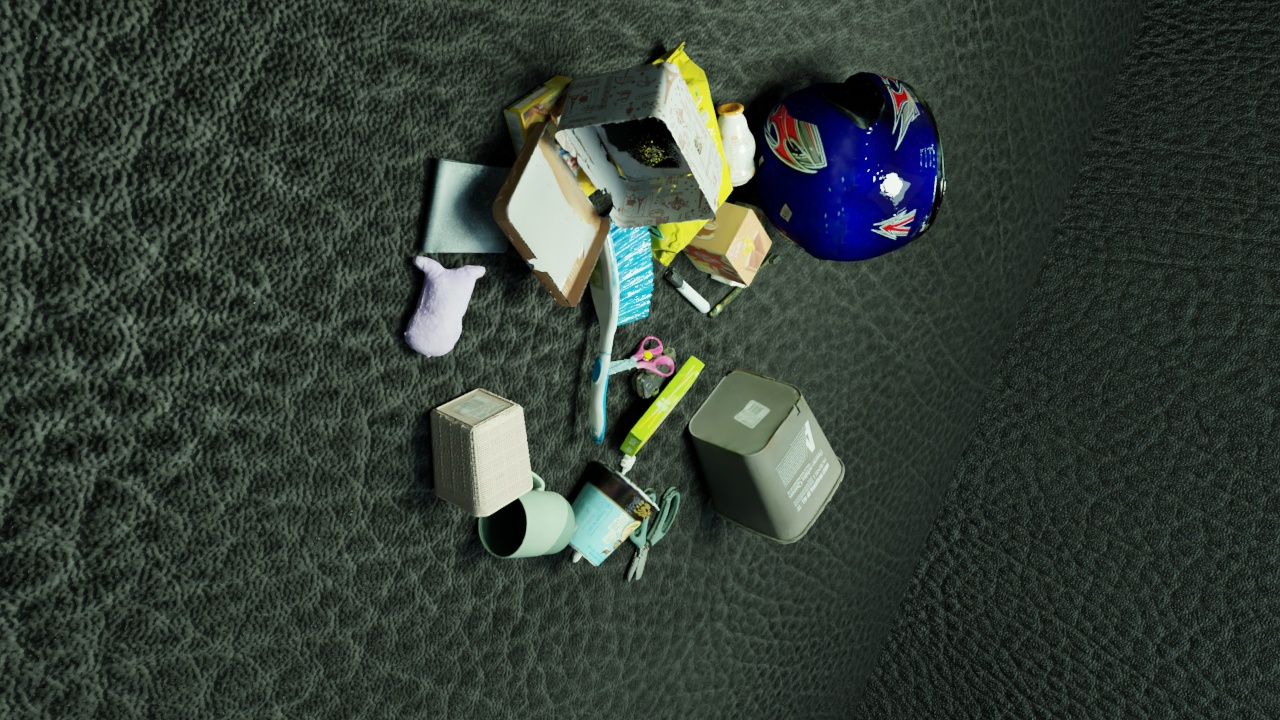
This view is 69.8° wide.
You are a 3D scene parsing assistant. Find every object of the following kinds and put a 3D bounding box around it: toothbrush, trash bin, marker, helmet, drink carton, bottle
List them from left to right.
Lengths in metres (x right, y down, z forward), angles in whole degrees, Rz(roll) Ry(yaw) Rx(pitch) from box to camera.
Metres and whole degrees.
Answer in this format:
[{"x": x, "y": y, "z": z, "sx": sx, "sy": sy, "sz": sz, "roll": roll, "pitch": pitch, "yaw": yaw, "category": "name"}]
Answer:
[{"x": -0.056, "y": 0.216, "z": 1.356, "sx": 0.016, "sy": 0.016, "sz": 0.180, "roll": 41, "pitch": 74, "yaw": -47, "category": "toothbrush"}, {"x": 0.071, "y": -0.102, "z": 1.345, "sx": 0.130, "sy": 0.018, "sz": 0.022, "roll": 35, "pitch": 71, "yaw": -55, "category": "marker"}, {"x": 0.127, "y": -0.299, "z": 1.268, "sx": 0.063, "sy": 0.063, "sz": 0.108, "roll": -41, "pitch": 139, "yaw": -34, "category": "bottle"}, {"x": 0.149, "y": -0.175, "z": 1.385, "sx": 0.053, "sy": 0.045, "sz": 0.122, "roll": -1, "pitch": 111, "yaw": -60, "category": "drink carton"}, {"x": 0.168, "y": -0.120, "z": 1.467, "sx": 0.185, "sy": 0.017, "sz": 0.012, "roll": -42, "pitch": 135, "yaw": -32, "category": "toothbrush"}, {"x": 0.204, "y": 0.151, "z": 1.530, "sx": 0.198, "sy": 0.199, "sz": 0.220, "roll": -50, "pitch": 137, "yaw": -24, "category": "trash bin"}, {"x": 0.281, "y": -0.288, "z": 1.328, "sx": 0.314, "sy": 0.240, "sz": 0.248, "roll": -96, "pitch": -171, "yaw": -45, "category": "helmet"}]

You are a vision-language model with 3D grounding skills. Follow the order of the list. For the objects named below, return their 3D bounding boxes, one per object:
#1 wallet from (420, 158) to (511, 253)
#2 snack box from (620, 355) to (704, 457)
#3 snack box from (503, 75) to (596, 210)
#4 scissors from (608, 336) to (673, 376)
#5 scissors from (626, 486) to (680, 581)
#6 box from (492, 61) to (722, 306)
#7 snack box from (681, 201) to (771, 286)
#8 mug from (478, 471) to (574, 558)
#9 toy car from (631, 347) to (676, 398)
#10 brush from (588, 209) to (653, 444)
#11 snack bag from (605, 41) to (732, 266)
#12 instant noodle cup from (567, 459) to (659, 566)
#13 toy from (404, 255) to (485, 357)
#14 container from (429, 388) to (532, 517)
[{"x": -0.178, "y": -0.160, "z": 0.970, "sx": 0.120, "sy": 0.019, "sz": 0.097, "roll": -8, "pitch": 117, "yaw": -54, "category": "wallet"}, {"x": 0.032, "y": 0.068, "z": 1.347, "sx": 0.156, "sy": 0.026, "sz": 0.086, "roll": -49, "pitch": 174, "yaw": -25, "category": "snack box"}, {"x": -0.097, "y": -0.234, "z": 1.025, "sx": 0.086, "sy": 0.034, "sz": 0.141, "roll": -43, "pitch": 141, "yaw": -31, "category": "snack box"}, {"x": -0.007, "y": 0.010, "z": 1.271, "sx": 0.136, "sy": 0.072, "sz": 0.017, "roll": -23, "pitch": 164, "yaw": -41, "category": "scissors"}, {"x": 0.021, "y": 0.279, "z": 1.496, "sx": 0.161, "sy": 0.019, "sz": 0.179, "roll": -17, "pitch": 121, "yaw": -50, "category": "scissors"}, {"x": -0.018, "y": -0.184, "z": 0.986, "sx": 0.180, "sy": 0.158, "sz": 0.217, "roll": 56, "pitch": 50, "yaw": -52, "category": "box"}, {"x": 0.117, "y": -0.170, "z": 1.302, "sx": 0.077, "sy": 0.093, "sz": 0.094, "roll": -61, "pitch": 146, "yaw": -9, "category": "snack box"}, {"x": -0.143, "y": 0.195, "z": 1.175, "sx": 0.106, "sy": 0.082, "sz": 0.111, "roll": 13, "pitch": 67, "yaw": -55, "category": "mug"}, {"x": 0.022, "y": 0.015, "z": 1.330, "sx": 0.090, "sy": 0.035, "sz": 0.042, "roll": -45, "pitch": 142, "yaw": -38, "category": "toy car"}, {"x": -0.034, "y": -0.044, "z": 1.191, "sx": 0.109, "sy": 0.060, "sz": 0.315, "roll": -27, "pitch": 125, "yaw": -36, "category": "brush"}, {"x": 0.042, "y": -0.260, "z": 1.171, "sx": 0.157, "sy": 0.068, "sz": 0.247, "roll": -51, "pitch": 142, "yaw": -24, "category": "snack bag"}, {"x": -0.053, "y": 0.221, "z": 1.290, "sx": 0.120, "sy": 0.111, "sz": 0.111, "roll": -50, "pitch": 143, "yaw": -11, "category": "instant noodle cup"}, {"x": -0.212, "y": -0.054, "z": 0.963, "sx": 0.083, "sy": 0.039, "sz": 0.108, "roll": 10, "pitch": 106, "yaw": -41, "category": "toy"}, {"x": -0.183, "y": 0.101, "z": 1.050, "sx": 0.090, "sy": 0.090, "sz": 0.111, "roll": -28, "pitch": 127, "yaw": -44, "category": "container"}]
